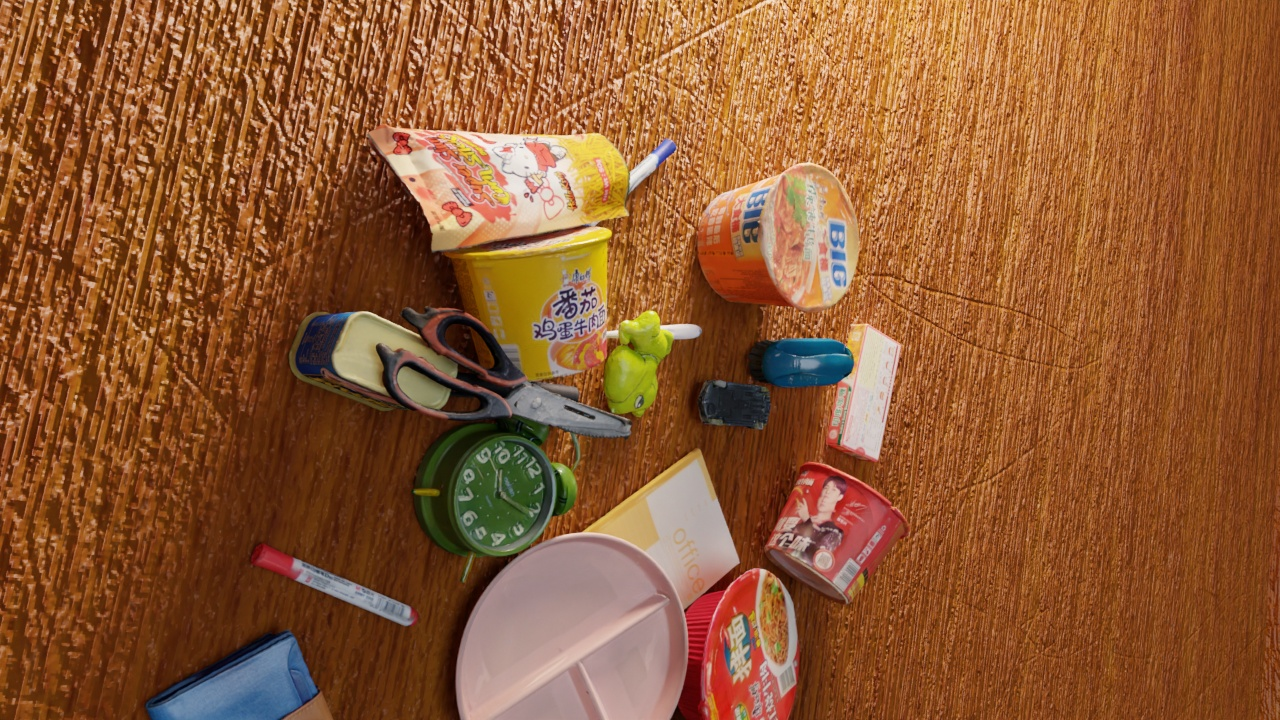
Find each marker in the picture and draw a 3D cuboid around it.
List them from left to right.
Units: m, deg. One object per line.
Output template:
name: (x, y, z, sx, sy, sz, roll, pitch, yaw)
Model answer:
marker: (-0.235, 0.178, 0.717, 0.145, 0.017, 0.017, 37, 68, -34)
marker: (-0.112, 0.027, 0.816, 0.131, 0.020, 0.022, 9, 101, -39)
marker: (-0.013, -0.172, 0.898, 0.145, 0.017, 0.017, -47, 118, -29)

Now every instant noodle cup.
instant noodle cup: (-0.087, -0.049, 0.770, 0.137, 0.138, 0.110, -19, 110, -38)
instant noodle cup: (0.093, 0.310, 0.942, 0.193, 0.066, 0.193, 8, 80, -52)
instant noodle cup: (0.138, -0.123, 0.962, 0.151, 0.112, 0.151, 0, 91, -40)
instant noodle cup: (0.210, 0.195, 1.017, 0.138, 0.138, 0.108, 46, 71, -30)

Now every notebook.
notebook: (0.012, 0.201, 0.926, 0.205, 0.010, 0.146, -31, 110, -35)

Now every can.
can: (-0.202, 0.002, 0.699, 0.102, 0.083, 0.057, 27, 73, -36)

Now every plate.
plate: (-0.059, 0.270, 0.829, 0.229, 0.028, 0.229, 2, 87, -29)

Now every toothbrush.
toothbrush: (-0.004, -0.027, 0.907, 0.179, 0.016, 0.016, -4, 95, -40)

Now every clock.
clock: (-0.116, 0.104, 0.790, 0.160, 0.056, 0.116, -37, 114, -34)

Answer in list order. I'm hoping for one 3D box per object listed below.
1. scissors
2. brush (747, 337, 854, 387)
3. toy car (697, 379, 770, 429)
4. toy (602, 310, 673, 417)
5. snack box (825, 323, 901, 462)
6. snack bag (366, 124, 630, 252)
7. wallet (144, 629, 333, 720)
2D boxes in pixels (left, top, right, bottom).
scissors: (-0.091, 0.014, 0.711, 0.208, 0.015, 0.182, -21, 104, -31)
brush: (0.191, 0.003, 1.032, 0.143, 0.074, 0.055, -1, 95, -40)
toy car: (0.099, 0.047, 0.983, 0.105, 0.031, 0.049, 8, 84, -41)
toy: (-0.005, 0.005, 0.889, 0.100, 0.031, 0.097, -52, 133, -15)
snack box: (0.277, 0.040, 1.134, 0.077, 0.027, 0.155, 24, 75, -37)
snack bag: (-0.111, -0.152, 0.774, 0.207, 0.073, 0.128, -13, 61, -42)
wallet: (-0.280, 0.278, 0.669, 0.106, 0.040, 0.133, -25, 107, -32)
